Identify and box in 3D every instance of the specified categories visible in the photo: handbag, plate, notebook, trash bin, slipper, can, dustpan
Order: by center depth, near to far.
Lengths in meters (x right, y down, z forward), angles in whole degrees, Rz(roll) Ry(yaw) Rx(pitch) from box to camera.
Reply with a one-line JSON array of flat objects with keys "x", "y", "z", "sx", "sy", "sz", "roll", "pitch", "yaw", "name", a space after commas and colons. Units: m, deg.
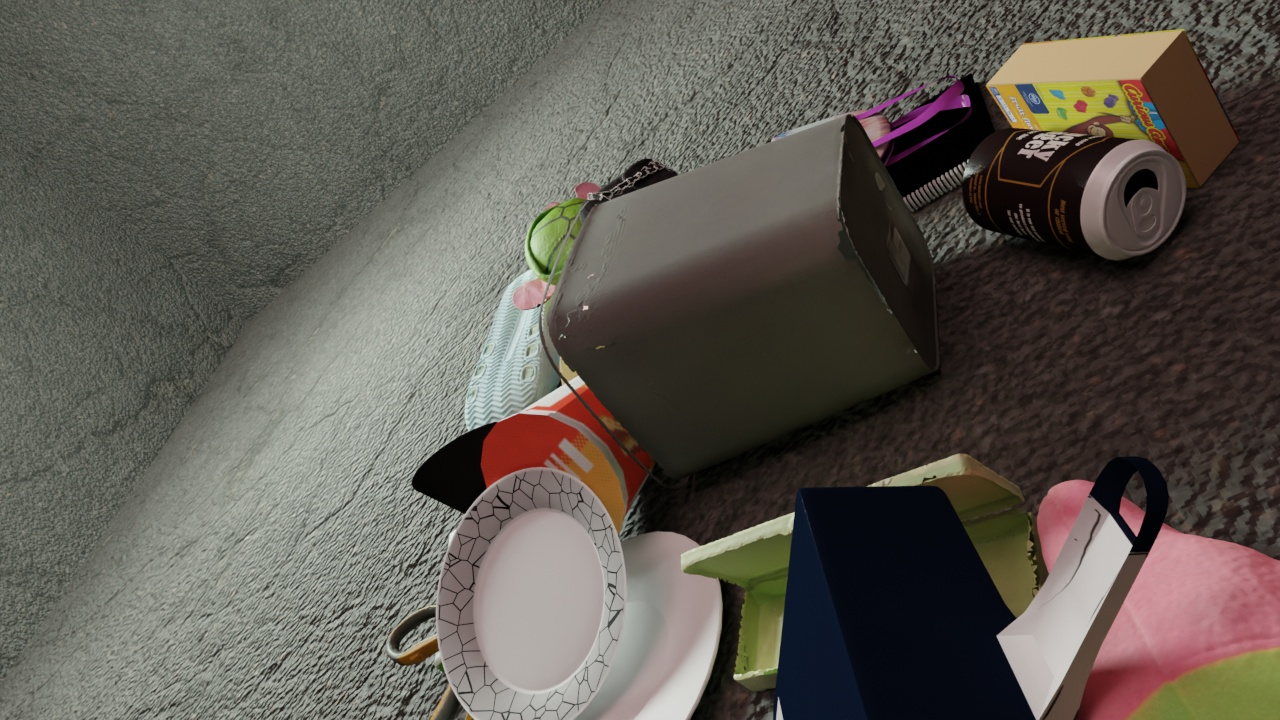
[{"x": 0.118, "y": 0.149, "z": 0.349, "sx": 0.080, "sy": 0.274, "sz": 0.235, "roll": -2, "pitch": 32, "yaw": -2, "name": "dustpan"}, {"x": 0.272, "y": -0.110, "z": 0.591, "sx": 0.072, "sy": 0.072, "sz": 0.128, "roll": -46, "pitch": 26, "yaw": -1, "name": "can"}, {"x": -0.022, "y": 0.212, "z": 0.633, "sx": 0.209, "sy": 0.015, "sz": 0.208, "roll": -36, "pitch": 28, "yaw": 23, "name": "plate"}, {"x": -0.079, "y": 0.173, "z": 0.667, "sx": 0.189, "sy": 0.016, "sz": 0.188, "roll": -14, "pitch": 68, "yaw": 36, "name": "plate"}, {"x": 0.082, "y": -0.048, "z": 0.673, "sx": 0.221, "sy": 0.197, "sz": 0.196, "roll": -21, "pitch": 35, "yaw": 31, "name": "trash bin"}, {"x": 0.203, "y": -0.192, "z": 0.804, "sx": 0.170, "sy": 0.068, "sz": 0.144, "roll": -24, "pitch": 30, "yaw": 26, "name": "handbag"}, {"x": 0.214, "y": -0.164, "z": 0.824, "sx": 0.207, "sy": 0.016, "sz": 0.148, "roll": -30, "pitch": 29, "yaw": 30, "name": "notebook"}, {"x": 0.029, "y": -0.143, "z": 0.901, "sx": 0.154, "sy": 0.115, "sz": 0.124, "roll": 28, "pitch": 62, "yaw": 25, "name": "handbag"}, {"x": -0.123, "y": -0.007, "z": 1.036, "sx": 0.104, "sy": 0.074, "sz": 0.244, "roll": -18, "pitch": 46, "yaw": 32, "name": "slipper"}]

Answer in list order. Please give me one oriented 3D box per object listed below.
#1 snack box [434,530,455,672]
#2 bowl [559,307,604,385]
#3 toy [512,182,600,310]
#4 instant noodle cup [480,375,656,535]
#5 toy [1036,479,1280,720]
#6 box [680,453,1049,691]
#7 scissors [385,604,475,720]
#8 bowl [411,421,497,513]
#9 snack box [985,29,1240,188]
[{"x": -0.125, "y": 0.181, "z": 0.824, "sx": 0.132, "sy": 0.027, "sz": 0.167, "roll": -39, "pitch": 27, "yaw": 16, "name": "snack box"}, {"x": -0.005, "y": 0.005, "z": 0.832, "sx": 0.118, "sy": 0.118, "sz": 0.073, "roll": -25, "pitch": -9, "yaw": 37, "name": "bowl"}, {"x": -0.053, "y": -0.112, "z": 1.008, "sx": 0.190, "sy": 0.088, "sz": 0.238, "roll": -13, "pitch": 51, "yaw": -9, "name": "toy"}, {"x": -0.042, "y": 0.070, "z": 0.739, "sx": 0.124, "sy": 0.123, "sz": 0.120, "roll": -26, "pitch": 11, "yaw": 36, "name": "instant noodle cup"}, {"x": 0.205, "y": 0.121, "z": 0.343, "sx": 0.192, "sy": 0.097, "sz": 0.236, "roll": -41, "pitch": 15, "yaw": 20, "name": "toy"}, {"x": 0.120, "y": 0.127, "z": 0.498, "sx": 0.188, "sy": 0.091, "sz": 0.083, "roll": -30, "pitch": 53, "yaw": 37, "name": "box"}, {"x": -0.139, "y": 0.221, "z": 0.742, "sx": 0.225, "sy": 0.016, "sz": 0.224, "roll": -5, "pitch": 51, "yaw": 46, "name": "scissors"}, {"x": -0.158, "y": 0.117, "z": 0.910, "sx": 0.124, "sy": 0.124, "sz": 0.052, "roll": -39, "pitch": 70, "yaw": 15, "name": "bowl"}, {"x": 0.304, "y": -0.163, "z": 0.601, "sx": 0.040, "sy": 0.088, "sz": 0.126, "roll": -48, "pitch": 26, "yaw": -4, "name": "snack box"}]
